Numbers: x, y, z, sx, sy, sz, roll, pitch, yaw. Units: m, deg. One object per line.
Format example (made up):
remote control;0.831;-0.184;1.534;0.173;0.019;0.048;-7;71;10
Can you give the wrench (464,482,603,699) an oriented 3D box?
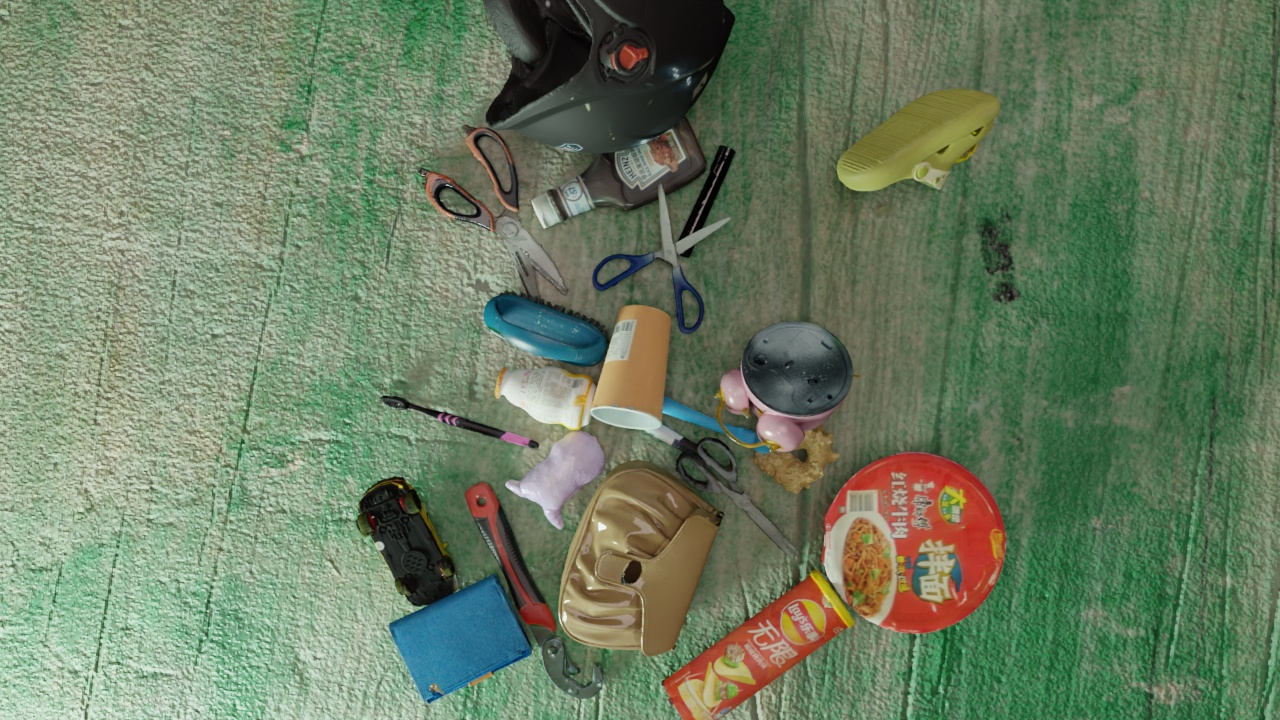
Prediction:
wrench;-0.126;0.263;1.039;0.056;0.016;0.273;-30;89;2

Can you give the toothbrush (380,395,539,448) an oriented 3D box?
toothbrush;-0.206;0.070;1.042;0.189;0.018;0.014;17;92;0

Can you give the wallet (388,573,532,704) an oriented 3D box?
wallet;-0.199;0.312;1.028;0.133;0.040;0.106;-25;95;-2

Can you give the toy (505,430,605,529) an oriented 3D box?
toy;-0.084;0.128;1.027;0.084;0.039;0.108;44;87;-13

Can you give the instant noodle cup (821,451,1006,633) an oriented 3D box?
instant noodle cup;0.290;0.193;1.002;0.194;0.066;0.194;0;91;1

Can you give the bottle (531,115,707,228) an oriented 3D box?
bottle;-0.026;-0.203;1.022;0.195;0.044;0.080;-24;88;3

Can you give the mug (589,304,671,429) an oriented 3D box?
mug;-0.006;0.006;0.997;0.078;0.078;0.122;10;73;2

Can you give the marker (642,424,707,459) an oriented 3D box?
marker;0.016;0.076;1.032;0.131;0.023;0.018;29;64;0

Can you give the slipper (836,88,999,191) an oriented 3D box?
slipper;0.302;-0.227;1.000;0.190;0.091;0.082;-31;129;-8

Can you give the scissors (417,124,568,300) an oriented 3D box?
scissors;-0.164;-0.161;1.041;0.215;0.015;0.195;13;90;1

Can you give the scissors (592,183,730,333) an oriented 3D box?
scissors;0.030;-0.107;1.020;0.173;0.012;0.162;-27;98;15

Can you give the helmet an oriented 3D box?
helmet;-0.037;-0.324;0.928;0.230;0.234;0.274;29;87;-28

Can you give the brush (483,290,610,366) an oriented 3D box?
brush;-0.106;-0.031;1.007;0.144;0.073;0.055;21;115;3

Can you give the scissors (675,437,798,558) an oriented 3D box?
scissors;0.119;0.152;1.016;0.175;0.014;0.137;18;121;11

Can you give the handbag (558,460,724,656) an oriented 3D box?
handbag;-0.004;0.218;0.994;0.148;0.099;0.204;19;94;-2

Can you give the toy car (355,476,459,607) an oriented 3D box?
toy car;-0.260;0.206;1.029;0.071;0.041;0.156;-25;104;1

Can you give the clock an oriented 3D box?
clock;0.151;0.032;0.982;0.158;0.060;0.117;-38;66;-19

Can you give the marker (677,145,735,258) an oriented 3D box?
marker;0.072;-0.178;1.029;0.020;0.022;0.132;25;91;36

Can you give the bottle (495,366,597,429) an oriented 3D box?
bottle;-0.104;0.037;1.014;0.108;0.063;0.063;14;90;1

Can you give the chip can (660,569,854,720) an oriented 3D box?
chip can;0.128;0.320;1.005;0.216;0.073;0.073;-37;89;2

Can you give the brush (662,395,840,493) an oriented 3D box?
brush;0.095;0.075;1.020;0.255;0.046;0.083;21;95;6
